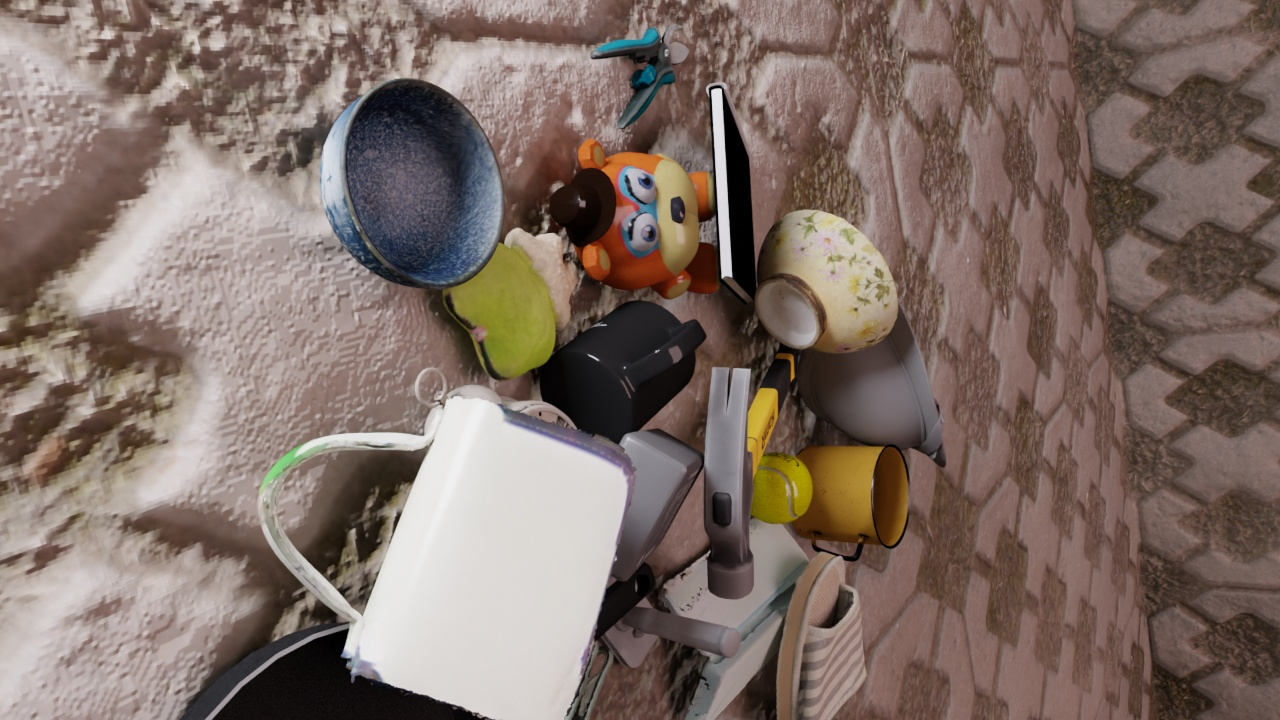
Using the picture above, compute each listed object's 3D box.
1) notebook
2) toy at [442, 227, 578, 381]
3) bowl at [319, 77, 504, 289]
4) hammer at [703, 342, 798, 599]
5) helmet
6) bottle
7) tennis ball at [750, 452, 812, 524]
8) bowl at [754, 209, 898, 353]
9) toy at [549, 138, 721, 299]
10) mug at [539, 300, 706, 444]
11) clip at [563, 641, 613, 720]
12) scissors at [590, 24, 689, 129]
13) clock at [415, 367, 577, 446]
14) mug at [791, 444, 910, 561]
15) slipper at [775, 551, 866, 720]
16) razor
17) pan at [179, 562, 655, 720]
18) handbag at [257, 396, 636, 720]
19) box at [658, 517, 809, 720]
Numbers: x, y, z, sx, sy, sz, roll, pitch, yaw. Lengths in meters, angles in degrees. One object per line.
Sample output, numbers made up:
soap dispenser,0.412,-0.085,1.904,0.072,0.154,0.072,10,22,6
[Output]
notebook,0.081,-0.130,0.779,0.206,0.016,0.149,8,79,-78
toy,-0.079,-0.044,0.606,0.092,0.043,0.117,61,40,-23
bowl,-0.137,-0.095,0.518,0.114,0.061,0.114,5,83,-54
hammer,0.103,0.045,0.779,0.323,0.034,0.170,-49,139,-63
helmet,0.225,0.021,0.949,0.183,0.118,0.271,-101,168,-48
bottle,0.006,0.093,0.647,0.084,0.046,0.173,-61,170,4
tennis ball,0.123,0.116,0.834,0.065,0.066,0.065,8,79,-52
bowl,0.148,-0.055,0.813,0.063,0.145,0.145,-38,117,-29
toy,0.000,-0.102,0.684,0.175,0.096,0.112,-2,87,-42
mug,-0.004,0.004,0.640,0.078,0.114,0.087,57,42,-7
clip,-0.043,0.231,0.639,0.042,0.023,0.075,49,52,-40
scissors,0.002,-0.242,0.754,0.124,0.019,0.155,29,62,-50
clock,-0.086,0.060,0.568,0.157,0.061,0.103,55,47,-37
mug,0.203,0.143,0.913,0.100,0.094,0.123,53,48,-37
slipper,0.166,0.308,0.843,0.114,0.054,0.273,-20,117,-50
razor,0.019,0.187,0.647,0.047,0.116,0.088,-51,126,-34
pan,-0.110,0.209,0.518,0.354,0.044,0.204,-30,108,-47
handbag,-0.105,0.092,0.466,0.176,0.074,0.151,24,68,-19
box,0.087,0.219,0.799,0.197,0.074,0.126,-19,82,-55
